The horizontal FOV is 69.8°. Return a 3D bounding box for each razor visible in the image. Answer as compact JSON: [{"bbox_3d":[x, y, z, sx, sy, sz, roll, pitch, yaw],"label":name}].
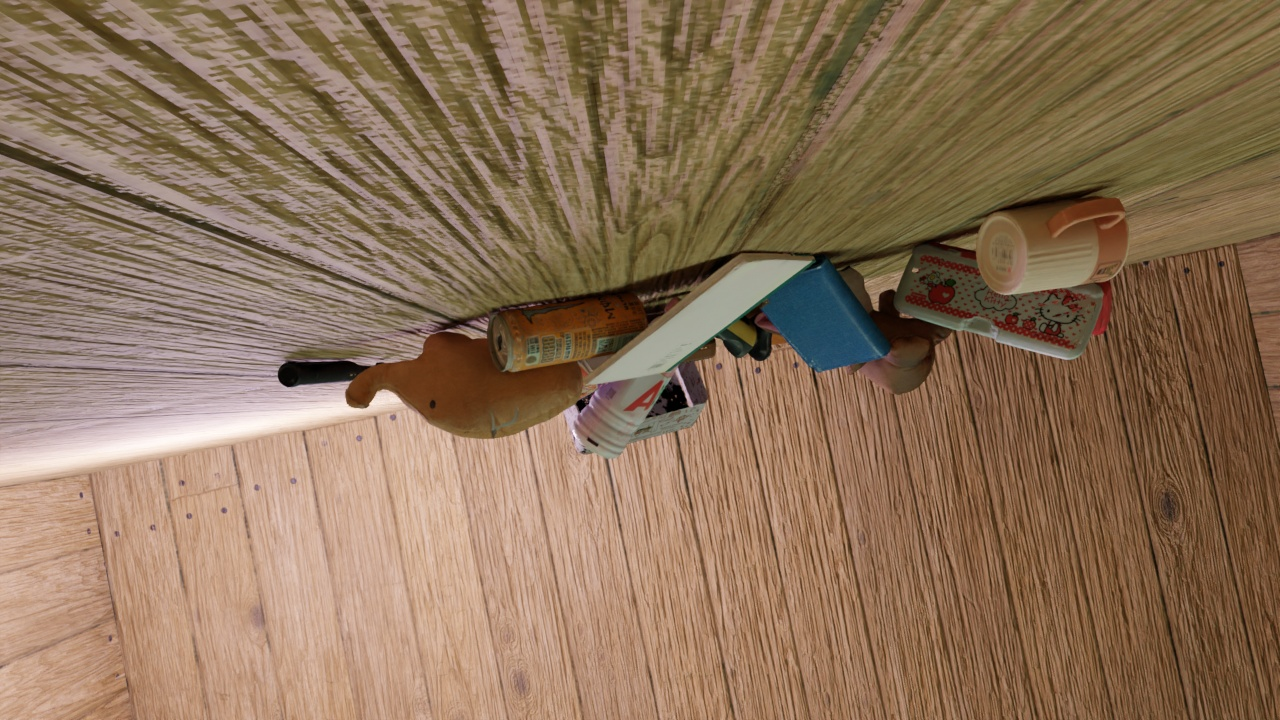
[{"bbox_3d":[0.111,-0.046,1.110,0.068,0.062,0.167,-44,147,13],"label":"razor"}]

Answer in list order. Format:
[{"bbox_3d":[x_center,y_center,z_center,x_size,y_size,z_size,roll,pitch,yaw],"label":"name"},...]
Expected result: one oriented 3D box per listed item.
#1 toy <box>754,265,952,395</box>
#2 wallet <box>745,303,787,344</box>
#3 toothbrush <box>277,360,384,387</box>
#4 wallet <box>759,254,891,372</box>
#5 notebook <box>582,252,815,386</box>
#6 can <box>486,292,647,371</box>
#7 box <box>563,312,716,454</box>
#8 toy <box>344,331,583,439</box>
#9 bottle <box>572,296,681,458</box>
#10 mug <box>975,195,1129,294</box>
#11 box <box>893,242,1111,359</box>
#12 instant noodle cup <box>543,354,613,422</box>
[{"bbox_3d":[0.245,-0.043,1.060,0.200,0.131,0.139,21,-150,30],"label":"toy"},{"bbox_3d":[0.159,-0.052,1.211,0.119,0.035,0.130,-7,155,39],"label":"wallet"},{"bbox_3d":[-0.326,0.011,1.011,0.027,0.026,0.212,23,-174,10],"label":"toothbrush"},{"bbox_3d":[0.186,-0.047,0.960,0.107,0.133,0.040,-15,-146,47],"label":"wallet"},{"bbox_3d":[0.058,-0.038,0.884,0.210,0.012,0.150,-38,164,31],"label":"notebook"},{"bbox_3d":[-0.068,-0.028,0.870,0.145,0.058,0.058,-10,178,-27],"label":"can"},{"bbox_3d":[-0.007,0.005,1.164,0.181,0.150,0.169,-14,158,-19],"label":"box"},{"bbox_3d":[-0.164,0.022,0.890,0.225,0.083,0.143,-11,-142,-30],"label":"toy"},{"bbox_3d":[-0.001,0.018,1.048,0.197,0.068,0.068,-55,168,11],"label":"bottle"},{"bbox_3d":[0.385,-0.112,0.843,0.105,0.081,0.115,-10,163,-13],"label":"mug"},{"bbox_3d":[0.371,-0.057,0.958,0.202,0.095,0.099,20,-117,36],"label":"box"},{"bbox_3d":[-0.088,0.002,1.020,0.099,0.111,0.111,-22,174,26],"label":"instant noodle cup"}]
